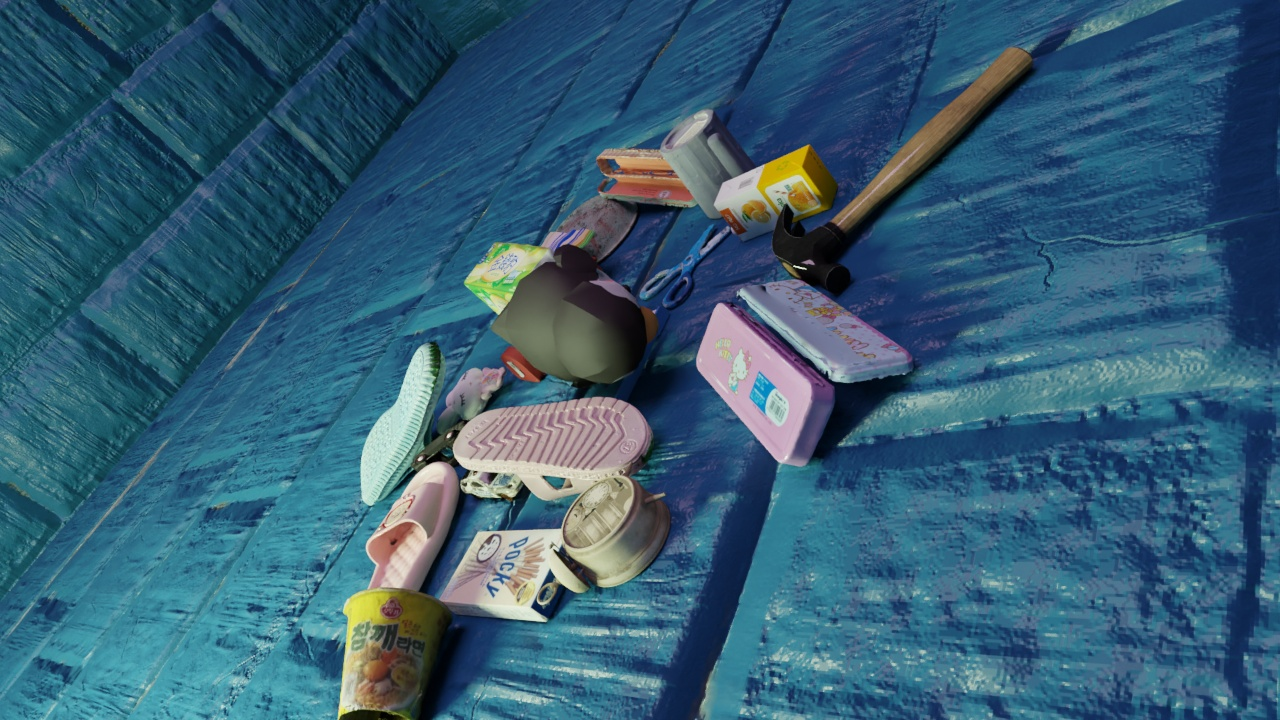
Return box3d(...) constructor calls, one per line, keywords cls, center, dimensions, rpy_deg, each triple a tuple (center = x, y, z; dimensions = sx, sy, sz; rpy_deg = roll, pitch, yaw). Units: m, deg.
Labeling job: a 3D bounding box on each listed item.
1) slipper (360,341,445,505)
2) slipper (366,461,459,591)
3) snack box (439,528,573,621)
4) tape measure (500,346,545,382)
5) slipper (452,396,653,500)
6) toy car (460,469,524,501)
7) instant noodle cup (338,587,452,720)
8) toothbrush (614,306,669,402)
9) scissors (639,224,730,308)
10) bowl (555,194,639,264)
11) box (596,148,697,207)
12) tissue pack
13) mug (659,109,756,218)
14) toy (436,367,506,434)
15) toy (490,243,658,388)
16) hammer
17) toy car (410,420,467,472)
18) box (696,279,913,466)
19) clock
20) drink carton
box3d(cls="slipper", center=(-0.291, 0.088, 1.165), dimensions=(0.277, 0.069, 0.115), rpy_deg=(-55, 31, 34))
box3d(cls="slipper", center=(-0.264, 0.203, 1.015), dimensions=(0.107, 0.055, 0.221), rpy_deg=(-28, 32, 31))
box3d(cls="snack box", center=(-0.122, 0.200, 0.862), dimensions=(0.150, 0.026, 0.081), rpy_deg=(-13, 40, 45))
box3d(cls="tape measure", center=(-0.151, 0.005, 1.139), dimensions=(0.059, 0.051, 0.019), rpy_deg=(6, 55, 55))
box3d(cls="slipper", center=(-0.083, 0.091, 0.921), dimensions=(0.240, 0.064, 0.094), rpy_deg=(-2, 44, 34))
box3d(cls="toy car", center=(-0.159, 0.124, 1.000), dimensions=(0.113, 0.040, 0.048), rpy_deg=(-8, 45, 47))
box3d(cls="instant noodle cup", center=(-0.230, 0.276, 0.836), dimensions=(0.102, 0.102, 0.108), rpy_deg=(-27, 41, 28))
box3d(cls="toothbrush", center=(-0.006, 0.006, 0.986), dimensions=(0.014, 0.016, 0.166), rpy_deg=(-15, 40, 47))
box3d(cls="scissors", center=(0.059, -0.109, 1.065), dimensions=(0.141, 0.013, 0.113), rpy_deg=(-39, 27, 6))
box3d(cls="bowl", center=(-0.075, -0.186, 1.315), dimensions=(0.158, 0.038, 0.157), rpy_deg=(-32, 30, 21))
box3d(cls="box", center=(0.008, -0.249, 1.232), dimensions=(0.187, 0.054, 0.076), rpy_deg=(13, 93, 43))
box3d(cls="tissue pack", center=(-0.127, -0.118, 1.216), dimensions=(0.141, 0.120, 0.198), rpy_deg=(-54, 36, -12))
box3d(cls="mug", center=(0.092, -0.231, 1.087), dimensions=(0.084, 0.104, 0.124), rpy_deg=(-43, 27, -2))
box3d(cls="toy", center=(-0.222, 0.045, 1.191), dimensions=(0.126, 0.037, 0.075), rpy_deg=(-33, 37, 34))
box3d(cls="toy", center=(-0.065, -0.034, 0.954), dimensions=(0.140, 0.159, 0.184), rpy_deg=(-13, 17, -23))
box3d(cls="hammer", center=(0.257, -0.193, 0.895), dimensions=(0.305, 0.040, 0.132), rpy_deg=(-43, 31, -1))
box3d(cls="toy car", center=(-0.235, 0.109, 1.118), dimensions=(0.092, 0.040, 0.037), rpy_deg=(-38, 28, 16))
box3d(cls="box", center=(0.126, -0.007, 0.789), dimensions=(0.140, 0.062, 0.214), rpy_deg=(-40, 28, 2))
box3d(cls="clock", center=(-0.039, 0.154, 0.786), dimensions=(0.140, 0.054, 0.093), rpy_deg=(-44, 28, -6))
box3d(cls="drink carton", center=(0.143, -0.178, 0.996), dimensions=(0.123, 0.058, 0.040), rpy_deg=(-17, 38, 41))
